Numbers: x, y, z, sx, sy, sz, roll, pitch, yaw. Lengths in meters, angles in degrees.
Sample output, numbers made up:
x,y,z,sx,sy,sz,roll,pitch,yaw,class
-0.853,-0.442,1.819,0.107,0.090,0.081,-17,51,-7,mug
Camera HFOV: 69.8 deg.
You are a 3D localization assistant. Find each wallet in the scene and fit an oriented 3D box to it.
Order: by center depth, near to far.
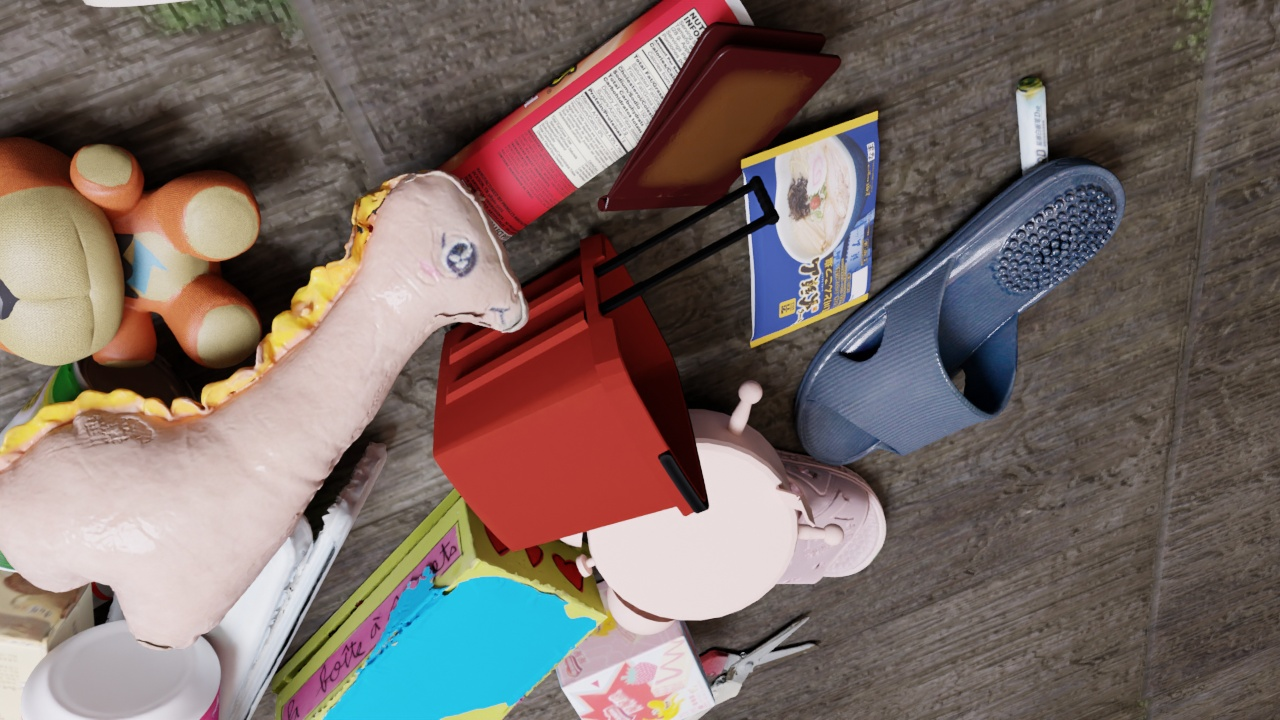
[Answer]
x,y,z,sx,sy,sz,roll,pitch,yaw,class
0.039,-0.118,0.467,0.091,0.018,0.116,-12,155,-40,wallet

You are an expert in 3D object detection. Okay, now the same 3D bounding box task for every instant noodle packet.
x,y,z,sx,sy,sz,roll,pitch,yaw,class
0.101,-0.074,0.544,0.087,0.026,0.134,-22,133,-14,instant noodle packet

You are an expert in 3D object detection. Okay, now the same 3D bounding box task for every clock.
x,y,z,sx,sy,sz,roll,pitch,yaw,class
0.030,0.104,0.576,0.161,0.086,0.131,-25,110,17,clock

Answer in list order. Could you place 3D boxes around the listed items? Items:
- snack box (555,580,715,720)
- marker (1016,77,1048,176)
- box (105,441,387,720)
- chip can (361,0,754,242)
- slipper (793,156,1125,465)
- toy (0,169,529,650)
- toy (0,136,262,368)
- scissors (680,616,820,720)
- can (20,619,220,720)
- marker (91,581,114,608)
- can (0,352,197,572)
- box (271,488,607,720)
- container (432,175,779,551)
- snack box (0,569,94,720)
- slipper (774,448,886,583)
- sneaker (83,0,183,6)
x,y,z,sx,sy,sz,roll,pitch,yaw,class
-0.008,0.221,0.685,0.095,0.079,0.093,-22,127,-2,snack box
0.250,-0.109,0.581,0.017,0.017,0.146,-24,127,-1,marker
-0.245,0.130,0.539,0.105,0.129,0.212,29,113,-8,box
-0.041,-0.112,0.465,0.215,0.051,0.052,-35,126,7,chip can
0.203,-0.011,0.585,0.101,0.082,0.264,28,118,-27,slipper
-0.183,0.007,0.414,0.196,0.065,0.264,34,92,-27,toy
-0.266,-0.048,0.420,0.176,0.096,0.112,6,121,-8,toy
0.053,0.279,0.784,0.196,0.015,0.180,10,118,-24,scissors
-0.277,0.224,0.495,0.088,0.088,0.166,5,119,-20,can
-0.347,0.148,0.566,0.145,0.019,0.019,-30,127,4,marker
-0.300,0.051,0.484,0.121,0.067,0.067,-42,125,13,can
-0.139,0.198,0.631,0.124,0.082,0.221,32,106,-33,box
-0.003,0.003,0.496,0.201,0.147,0.127,-23,126,10,container
-0.418,0.172,0.509,0.207,0.055,0.154,12,119,-7,snack box
0.091,0.112,0.653,0.239,0.064,0.094,22,114,-27,slipper
-0.114,-0.215,0.354,0.233,0.091,0.119,-7,123,-3,sneaker
